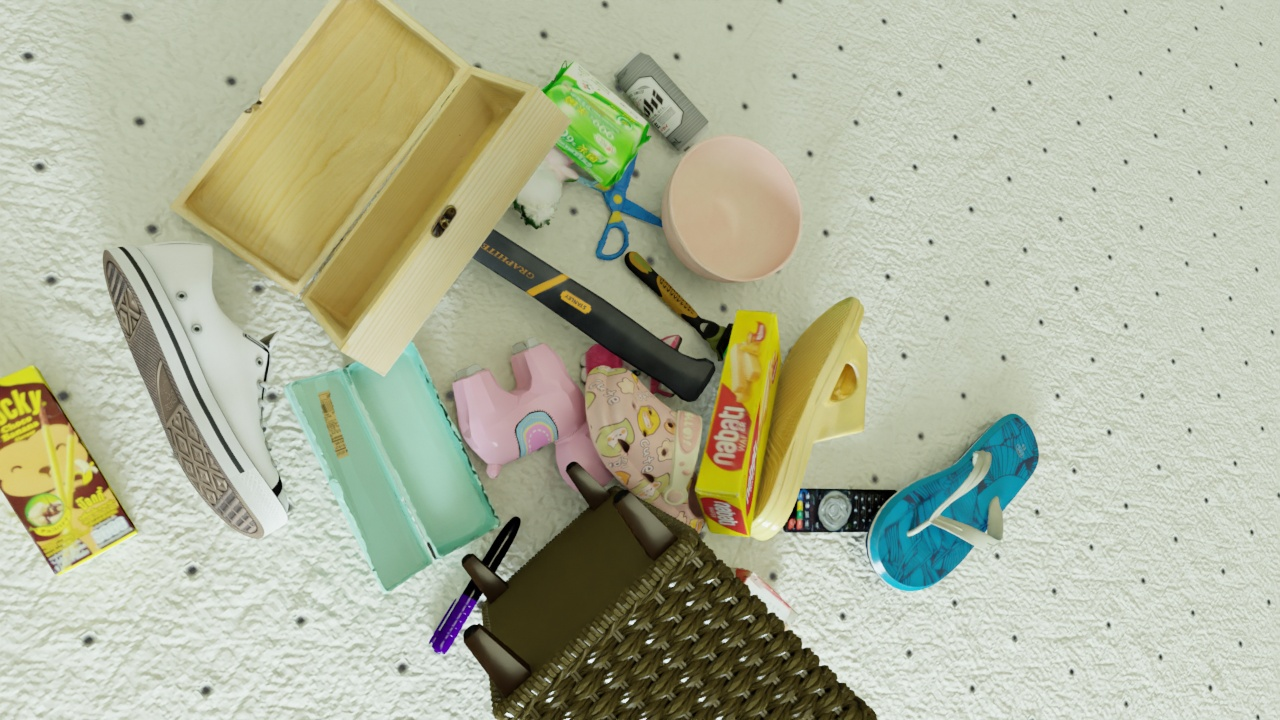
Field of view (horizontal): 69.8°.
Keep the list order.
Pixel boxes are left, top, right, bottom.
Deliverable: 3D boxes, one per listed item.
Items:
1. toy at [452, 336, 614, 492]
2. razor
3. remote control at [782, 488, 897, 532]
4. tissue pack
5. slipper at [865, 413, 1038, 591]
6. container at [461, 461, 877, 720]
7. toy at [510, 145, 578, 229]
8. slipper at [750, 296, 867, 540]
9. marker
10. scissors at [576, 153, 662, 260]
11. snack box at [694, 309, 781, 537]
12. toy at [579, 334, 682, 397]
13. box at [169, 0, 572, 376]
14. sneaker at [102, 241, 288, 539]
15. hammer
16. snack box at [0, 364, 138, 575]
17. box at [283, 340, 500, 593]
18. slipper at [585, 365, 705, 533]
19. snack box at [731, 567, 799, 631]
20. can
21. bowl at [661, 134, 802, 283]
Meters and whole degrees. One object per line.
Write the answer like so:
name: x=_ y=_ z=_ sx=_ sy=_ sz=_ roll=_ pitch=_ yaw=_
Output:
toy: x=-0.091 y=0.061 z=0.825 sx=0.123 sy=0.067 sz=0.157 roll=-29 pitch=97 yaw=-24
razor: x=0.039 y=-0.060 z=0.929 sx=0.144 sy=0.021 sz=0.043 roll=42 pitch=49 yaw=-12
remote control: x=0.209 y=0.157 z=0.962 sx=0.140 sy=0.021 sz=0.045 roll=5 pitch=86 yaw=-24
tissue pack: x=-0.048 y=-0.232 z=0.897 sx=0.114 sy=0.034 sz=0.099 roll=37 pitch=46 yaw=-11
slipper: x=0.362 y=0.156 z=1.002 sx=0.294 sy=0.060 sz=0.118 roll=-31 pitch=107 yaw=-29
container: x=-0.015 y=0.202 z=0.676 sx=0.176 sy=0.321 sz=0.205 roll=-41 pitch=96 yaw=-10
toy: x=-0.103 y=-0.182 z=0.879 sx=0.095 sy=0.041 sz=0.108 roll=44 pitch=62 yaw=-8
slipper: x=0.173 y=0.063 z=0.925 sx=0.078 sy=0.100 sz=0.263 roll=31 pitch=74 yaw=-18
marker: x=-0.143 y=0.194 z=0.804 sx=0.018 sy=0.015 sz=0.133 roll=37 pitch=68 yaw=-17
scissors: x=-0.027 y=-0.161 z=0.925 sx=0.127 sy=0.013 sz=0.125 roll=27 pitch=72 yaw=-20
snack box: x=0.096 y=0.057 z=0.869 sx=0.042 sy=0.092 sz=0.200 roll=6 pitch=58 yaw=17
toy: x=-0.005 y=0.005 z=0.885 sx=0.102 sy=0.050 sz=0.065 roll=-1 pitch=85 yaw=-19
box: x=-0.215 y=-0.152 z=0.753 sx=0.252 sy=0.119 sz=0.247 roll=37 pitch=88 yaw=12
sneaker: x=-0.325 y=0.017 z=0.726 sx=0.097 sy=0.091 sz=0.245 roll=-25 pitch=89 yaw=-40
hammer: x=-0.067 y=-0.065 z=0.836 sx=0.312 sy=0.035 sz=0.139 roll=32 pitch=92 yaw=-6
snack box: x=-0.445 y=0.082 z=0.686 sx=0.061 sy=0.026 sz=0.149 roll=-32 pitch=94 yaw=-26
box: x=-0.209 y=0.086 z=0.776 sx=0.138 sy=0.055 sz=0.187 roll=-25 pitch=90 yaw=-42
slipper: x=0.023 y=0.082 z=0.829 sx=0.197 sy=0.082 sz=0.093 roll=56 pitch=24 yaw=-28
snack box: x=0.044 y=0.322 z=0.849 sx=0.076 sy=0.044 sz=0.272 roll=45 pitch=67 yaw=-17
can: x=0.022 y=-0.267 z=0.948 sx=0.106 sy=0.044 sz=0.043 roll=46 pitch=66 yaw=-10
bowl: x=0.082 y=-0.145 z=0.933 sx=0.153 sy=0.076 sz=0.153 roll=4 pitch=80 yaw=-23
